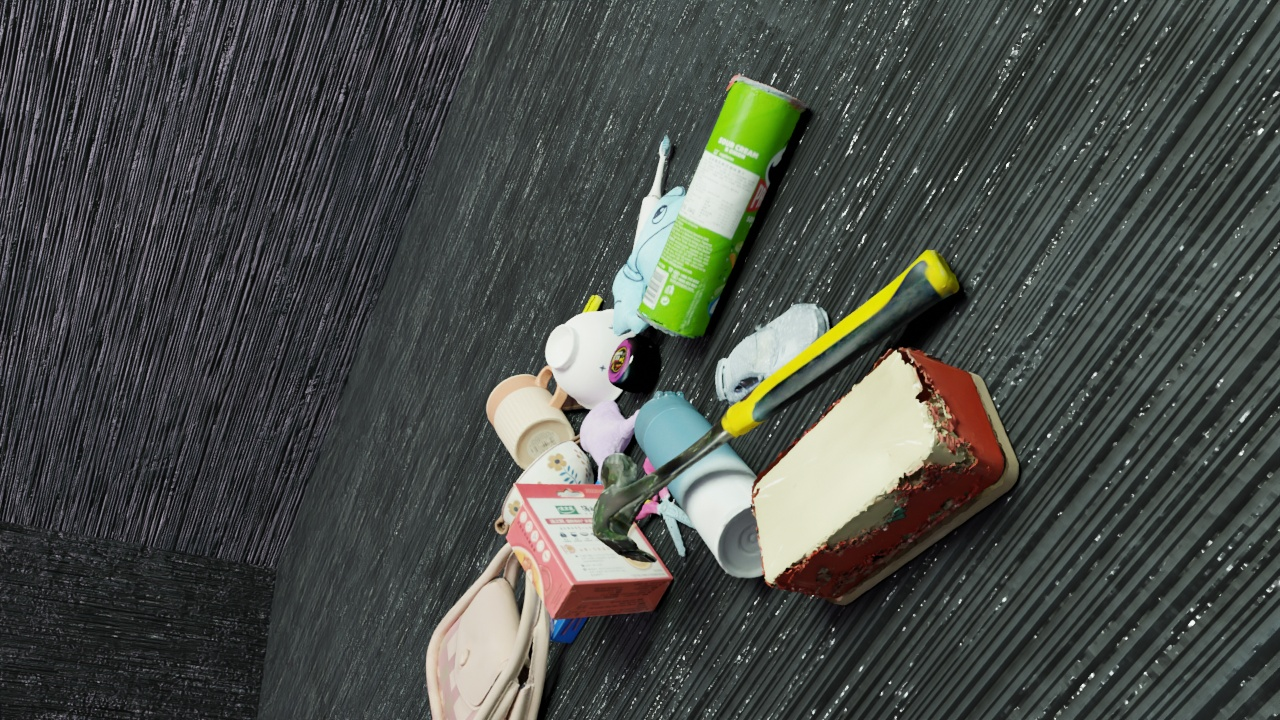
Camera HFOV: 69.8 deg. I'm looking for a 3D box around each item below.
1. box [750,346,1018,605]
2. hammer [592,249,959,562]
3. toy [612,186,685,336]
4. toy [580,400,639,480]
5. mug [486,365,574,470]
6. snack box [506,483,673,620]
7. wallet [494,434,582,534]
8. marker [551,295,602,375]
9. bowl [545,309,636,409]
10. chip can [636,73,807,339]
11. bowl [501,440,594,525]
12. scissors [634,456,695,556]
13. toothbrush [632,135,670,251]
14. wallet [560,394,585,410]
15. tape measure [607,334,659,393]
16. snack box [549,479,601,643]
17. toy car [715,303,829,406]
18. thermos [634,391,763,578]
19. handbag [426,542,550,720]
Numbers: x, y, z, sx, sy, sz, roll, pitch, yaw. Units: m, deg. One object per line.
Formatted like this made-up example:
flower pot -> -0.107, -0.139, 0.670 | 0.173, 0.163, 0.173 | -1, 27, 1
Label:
box -> 0.135, 0.075, 0.564 | 0.169, 0.079, 0.091 | -53, 30, 39
hammer -> 0.082, 0.036, 0.648 | 0.324, 0.032, 0.126 | -39, 23, 25
toy -> 0.018, -0.107, 0.960 | 0.157, 0.049, 0.161 | -35, 41, 43
toy -> -0.036, 0.075, 0.979 | 0.084, 0.039, 0.108 | -56, 21, 1
mug -> -0.125, 0.065, 1.118 | 0.115, 0.081, 0.106 | -56, 35, 10
snack box -> -0.051, 0.168, 0.823 | 0.127, 0.113, 0.044 | 50, 122, 43
wallet -> -0.112, 0.140, 1.051 | 0.115, 0.020, 0.101 | -58, -14, 23
marker -> -0.078, -0.031, 1.119 | 0.018, 0.015, 0.123 | -28, 30, 58
bowl -> -0.067, -0.009, 1.032 | 0.119, 0.064, 0.118 | -21, 61, 43
chip can -> 0.071, -0.137, 0.846 | 0.236, 0.072, 0.072 | -67, 25, 14
bowl -> -0.088, 0.148, 0.991 | 0.062, 0.113, 0.114 | 37, 115, 18
scissors -> 0.026, 0.126, 0.846 | 0.137, 0.017, 0.096 | 13, 80, 62
toothbrush -> 0.011, -0.155, 1.045 | 0.026, 0.027, 0.220 | 114, 167, -75
wallet -> -0.074, 0.015, 1.126 | 0.122, 0.020, 0.096 | -10, 66, 66
tape measure -> -0.006, 0.006, 0.960 | 0.057, 0.039, 0.057 | -36, 38, 50
snack box -> -0.058, 0.209, 0.951 | 0.157, 0.026, 0.084 | -61, 28, 26
toy car -> 0.104, -0.003, 0.736 | 0.121, 0.036, 0.054 | -38, 41, 48
thermos -> 0.051, 0.093, 0.752 | 0.070, 0.070, 0.220 | -67, 24, 13
handbag -> -0.153, 0.306, 1.010 | 0.234, 0.093, 0.193 | -66, 26, 18
